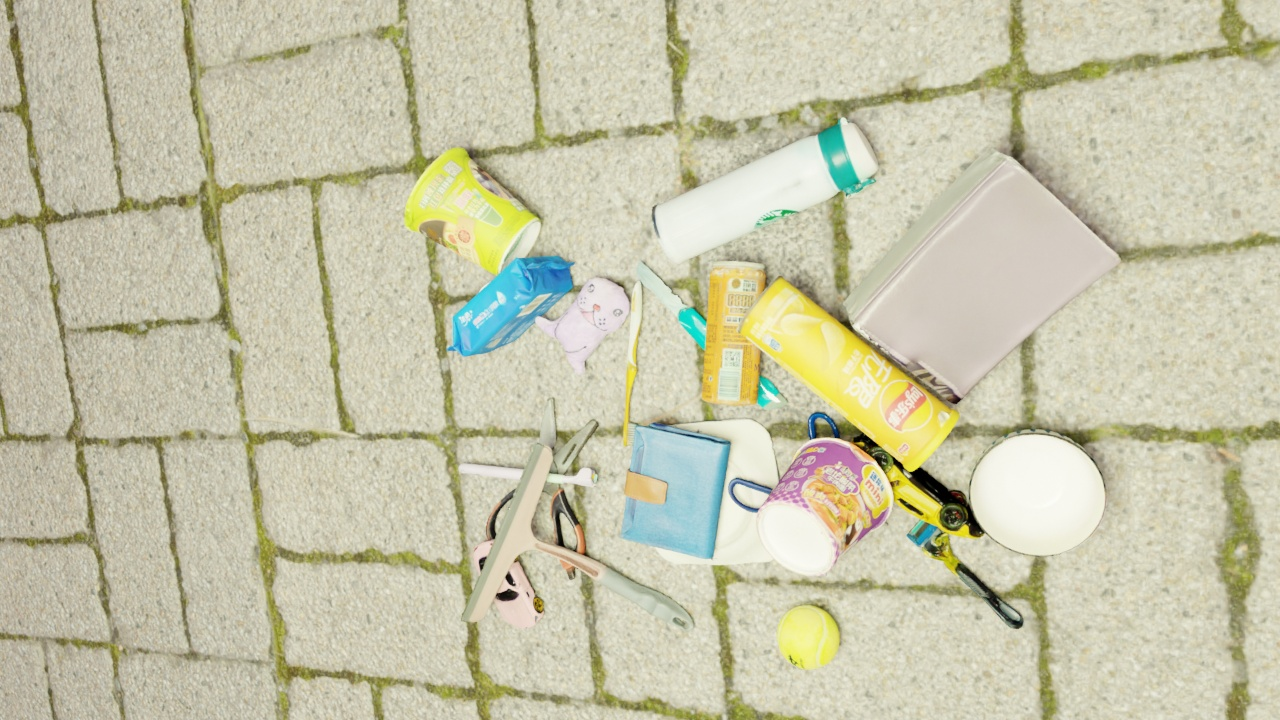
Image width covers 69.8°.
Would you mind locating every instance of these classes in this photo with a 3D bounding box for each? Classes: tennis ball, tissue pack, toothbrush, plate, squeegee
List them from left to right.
[{"bbox_3d":[-0.149,-0.063,1.033,0.157,0.094,0.052,-40,81,24],"label":"tissue pack"},{"bbox_3d":[-0.137,0.132,1.082,0.189,0.021,0.029,1,126,27],"label":"toothbrush"},{"bbox_3d":[-0.051,0.248,1.058,0.249,0.040,0.248,26,106,3],"label":"squeegee"},{"bbox_3d":[-0.006,0.006,1.023,0.018,0.016,0.191,7,103,9],"label":"toothbrush"},{"bbox_3d":[0.071,0.149,1.007,0.164,0.034,0.163,-8,95,24],"label":"plate"},{"bbox_3d":[0.177,0.292,0.967,0.065,0.065,0.065,3,99,22],"label":"tennis ball"}]

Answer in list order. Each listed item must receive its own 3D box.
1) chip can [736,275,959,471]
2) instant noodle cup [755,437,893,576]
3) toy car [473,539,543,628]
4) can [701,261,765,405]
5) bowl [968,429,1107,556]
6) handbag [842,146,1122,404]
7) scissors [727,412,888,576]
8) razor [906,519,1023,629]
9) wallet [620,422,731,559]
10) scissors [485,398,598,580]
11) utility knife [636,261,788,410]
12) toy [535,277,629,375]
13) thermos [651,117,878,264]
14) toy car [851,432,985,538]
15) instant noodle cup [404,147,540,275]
[{"bbox_3d":[0.194,0.011,0.870,0.213,0.072,0.072,39,110,11],"label":"chip can"},{"bbox_3d":[0.169,0.145,0.879,0.112,0.099,0.112,25,132,31],"label":"instant noodle cup"},{"bbox_3d":[-0.162,0.272,1.110,0.056,0.037,0.122,-19,101,31],"label":"toy car"},{"bbox_3d":[0.096,-0.027,0.947,0.058,0.058,0.146,4,91,22],"label":"can"},{"bbox_3d":[0.370,0.118,0.861,0.117,0.066,0.116,3,98,21],"label":"bowl"},{"bbox_3d":[0.307,-0.074,0.842,0.145,0.098,0.197,40,111,-5],"label":"handbag"},{"bbox_3d":[0.173,0.141,0.958,0.162,0.012,0.173,-5,91,4],"label":"scissors"},{"bbox_3d":[0.327,0.214,0.919,0.142,0.022,0.042,46,67,7],"label":"razor"},{"bbox_3d":[0.036,0.139,0.981,0.106,0.040,0.133,11,102,16],"label":"wallet"},{"bbox_3d":[-0.114,0.159,1.095,0.189,0.015,0.227,-16,91,24],"label":"scissors"},{"bbox_3d":[0.073,-0.026,0.990,0.223,0.013,0.029,46,112,8],"label":"utility knife"},{"bbox_3d":[-0.059,-0.048,1.027,0.084,0.038,0.108,48,112,4],"label":"toy"},{"bbox_3d":[0.125,-0.166,0.920,0.225,0.073,0.073,-21,89,23],"label":"thermos"},{"bbox_3d":[0.270,0.125,0.901,0.156,0.071,0.041,37,108,13],"label":"toy car"},{"bbox_3d":[-0.182,-0.159,1.030,0.123,0.111,0.112,35,109,6],"label":"instant noodle cup"}]
